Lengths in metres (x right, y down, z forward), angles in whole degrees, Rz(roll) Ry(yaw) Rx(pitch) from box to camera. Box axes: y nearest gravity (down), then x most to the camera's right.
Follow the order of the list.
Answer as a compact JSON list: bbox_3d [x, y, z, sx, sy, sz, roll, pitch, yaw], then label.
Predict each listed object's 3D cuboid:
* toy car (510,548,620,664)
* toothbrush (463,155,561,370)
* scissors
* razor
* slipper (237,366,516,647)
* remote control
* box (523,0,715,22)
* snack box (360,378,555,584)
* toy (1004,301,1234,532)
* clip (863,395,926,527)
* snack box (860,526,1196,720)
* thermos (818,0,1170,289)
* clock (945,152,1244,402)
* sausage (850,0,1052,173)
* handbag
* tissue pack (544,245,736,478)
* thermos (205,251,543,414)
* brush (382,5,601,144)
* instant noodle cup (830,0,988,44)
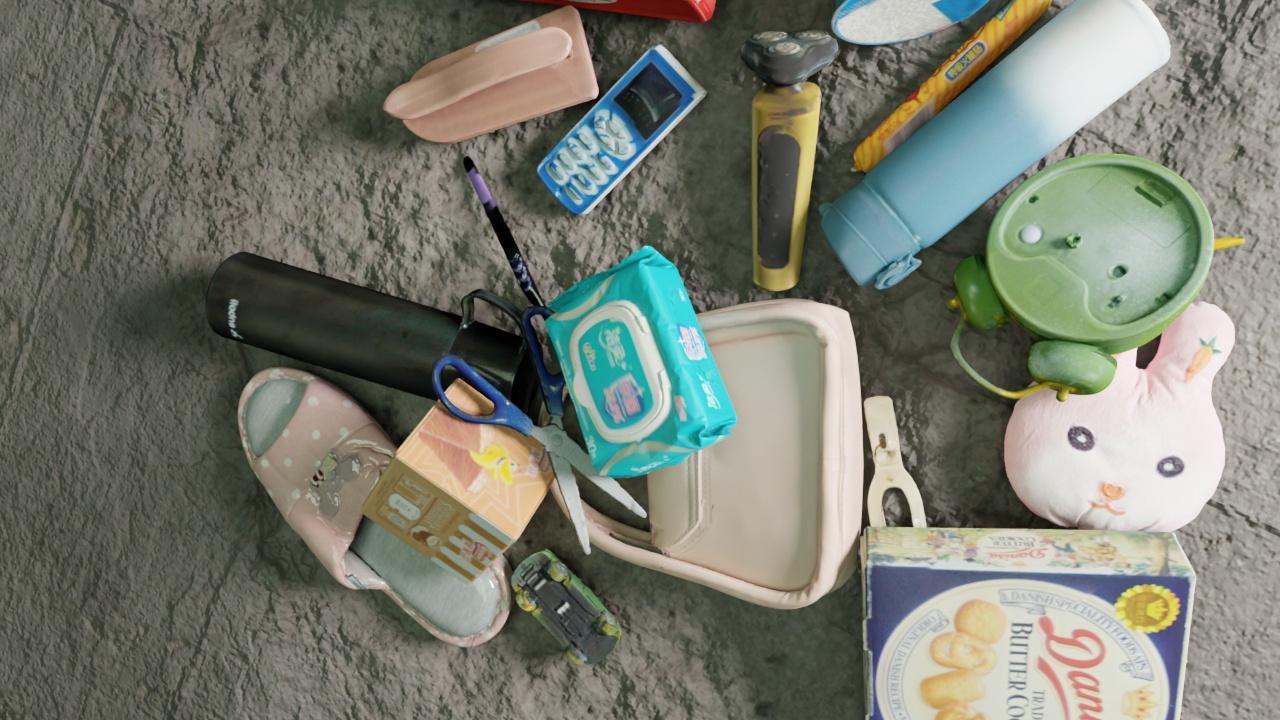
[{"bbox_3d":[-0.053,0.178,0.670,0.043,0.036,0.091,-44,83,12],"label":"toy car"},{"bbox_3d":[-0.089,-0.069,0.654,0.014,0.016,0.189,-35,74,29],"label":"toothbrush"},{"bbox_3d":[-0.068,0.042,0.604,0.162,0.012,0.162,7,74,-11],"label":"scissors"},{"bbox_3d":[0.092,-0.130,0.599,0.062,0.067,0.167,5,102,15],"label":"razor"},{"bbox_3d":[-0.208,0.112,0.693,0.274,0.054,0.114,43,103,6],"label":"slipper"},{"bbox_3d":[-0.015,-0.159,0.639,0.125,0.024,0.049,-43,84,14],"label":"remote control"},{"bbox_3d":[-0.043,-0.285,0.600,0.201,0.095,0.100,11,100,14],"label":"box"},{"bbox_3d":[-0.122,0.085,0.630,0.094,0.076,0.093,36,137,-6],"label":"snack box"},{"bbox_3d":[0.297,0.031,0.566,0.121,0.054,0.159,17,91,15],"label":"toy"},{"bbox_3d":[0.168,0.080,0.618,0.035,0.087,0.104,-12,64,15],"label":"clip"},{"bbox_3d":[0.232,0.192,0.571,0.183,0.045,0.178,-2,112,14],"label":"snack box"},{"bbox_3d":[0.210,-0.132,0.567,0.221,0.070,0.070,-40,85,14],"label":"thermos"},{"bbox_3d":[0.256,-0.046,0.545,0.161,0.056,0.116,-44,58,6],"label":"clock"},{"bbox_3d":[0.198,-0.179,0.587,0.165,0.021,0.021,-44,84,13],"label":"sausage"},{"bbox_3d":[0.031,0.056,0.624,0.234,0.093,0.193,-1,93,22],"label":"handbag"},{"bbox_3d":[-0.003,0.003,0.575,0.093,0.050,0.133,-30,74,34],"label":"tissue pack"},{"bbox_3d":[-0.191,-0.028,0.670,0.243,0.068,0.090,15,111,11],"label":"thermos"},{"bbox_3d":[-0.104,-0.192,0.635,0.146,0.073,0.063,-13,92,16],"label":"brush"},{"bbox_3d":[0.156,-0.265,0.559,0.099,0.099,0.110,-10,83,14],"label":"instant noodle cup"}]
